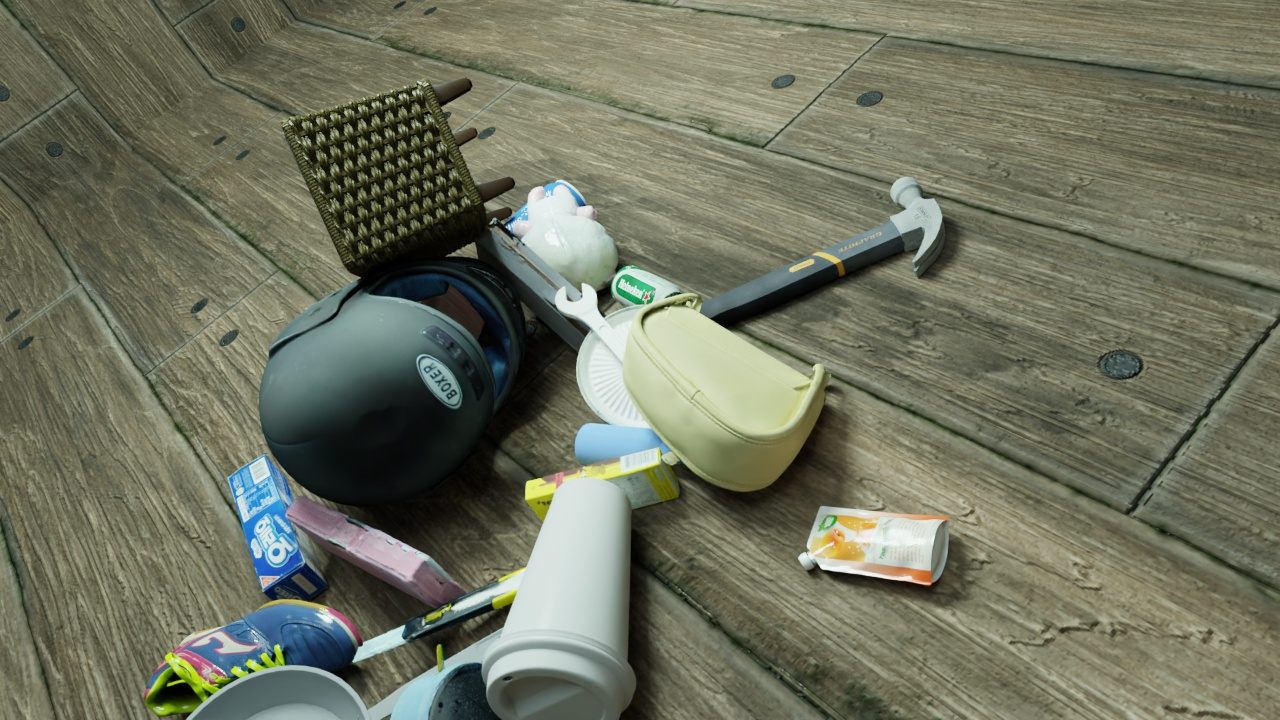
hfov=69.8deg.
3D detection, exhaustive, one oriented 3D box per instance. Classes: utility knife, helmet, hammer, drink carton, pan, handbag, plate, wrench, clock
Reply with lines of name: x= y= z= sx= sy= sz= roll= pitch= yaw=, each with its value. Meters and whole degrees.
utility knife: x=-0.183 y=0.251 z=0.912 sx=0.213 sy=0.020 sz=0.028 roll=-22 pitch=40 yaw=-10
helmet: x=-0.271 y=0.028 z=1.033 sx=0.316 sy=0.249 sz=0.235 roll=-33 pitch=19 yaw=4
hammer: x=0.204 y=-0.110 z=1.081 sx=0.313 sy=0.035 sz=0.139 roll=-23 pitch=44 yaw=7
drink carton: x=0.204 y=0.162 z=0.814 sx=0.122 sy=0.039 sz=0.069 roll=0 pitch=48 yaw=36
pan: x=-0.275 y=0.350 z=0.865 sx=0.356 sy=0.051 sz=0.200 roll=-24 pitch=50 yaw=-17
handbag: x=0.077 y=0.024 z=0.947 sx=0.233 sy=0.089 sz=0.190 roll=34 pitch=42 yaw=27
plate: x=0.006 y=0.008 z=1.040 sx=0.157 sy=0.014 sz=0.156 roll=-1 pitch=66 yaw=3
wrench: x=-0.006 y=0.006 z=1.020 sx=0.047 sy=0.009 sz=0.273 roll=-35 pitch=64 yaw=-15
clock: x=-0.164 y=0.334 z=0.779 sx=0.060 sy=0.118 sz=0.161 roll=-16 pitch=35 yaw=30

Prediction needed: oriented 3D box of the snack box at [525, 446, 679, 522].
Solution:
snack box: x=-0.039 y=0.134 z=0.949 sx=0.149 sy=0.061 sz=0.025 roll=-16 pitch=43 yaw=13

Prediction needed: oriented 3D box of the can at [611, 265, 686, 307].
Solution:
can: x=0.008 y=-0.082 z=1.142 sx=0.053 sy=0.053 sz=0.101 roll=-43 pitch=43 yaw=-15

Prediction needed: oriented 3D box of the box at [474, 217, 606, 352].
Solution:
box: x=-0.113 y=-0.083 z=1.123 sx=0.216 sy=0.081 sz=0.062 roll=41 pitch=76 yaw=11

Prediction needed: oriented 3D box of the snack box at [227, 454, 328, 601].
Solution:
snack box: x=-0.438 y=0.203 z=1.101 sx=0.059 sy=0.059 sz=0.226 roll=-35 pitch=42 yaw=-13

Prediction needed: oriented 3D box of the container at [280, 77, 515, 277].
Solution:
container: x=-0.277 y=-0.217 z=1.134 sx=0.205 sy=0.176 sz=0.321 roll=-24 pitch=5 yaw=-7

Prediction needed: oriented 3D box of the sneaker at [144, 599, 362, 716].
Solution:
sneaker: x=-0.398 y=0.321 z=0.938 sx=0.242 sy=0.116 sz=0.091 roll=-18 pitch=14 yaw=18

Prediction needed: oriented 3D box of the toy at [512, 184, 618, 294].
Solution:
toy: x=-0.107 y=-0.161 z=1.227 sx=0.139 sy=0.101 sz=0.179 roll=-16 pitch=62 yaw=-2

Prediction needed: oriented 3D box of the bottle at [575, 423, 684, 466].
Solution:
bottle: x=-0.004 y=0.095 z=0.977 sx=0.131 sy=0.048 sz=0.047 roll=2 pitch=50 yaw=30

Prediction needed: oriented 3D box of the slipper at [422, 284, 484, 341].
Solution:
slipper: x=-0.269 y=-0.041 z=1.240 sx=0.082 sy=0.093 sz=0.196 roll=-31 pitch=38 yaw=30

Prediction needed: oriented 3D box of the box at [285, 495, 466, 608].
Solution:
box: x=-0.287 y=0.207 z=0.989 sx=0.233 sy=0.098 sz=0.037 roll=12 pitch=60 yaw=38

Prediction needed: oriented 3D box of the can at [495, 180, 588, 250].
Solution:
can: x=-0.146 y=-0.184 z=1.308 sx=0.079 sy=0.079 sz=0.145 roll=25 pitch=64 yaw=42

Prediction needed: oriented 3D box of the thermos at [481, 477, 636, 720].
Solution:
thermos: x=-0.060 y=0.216 z=0.841 sx=0.132 sy=0.131 sz=0.221 roll=-12 pitch=36 yaw=17
